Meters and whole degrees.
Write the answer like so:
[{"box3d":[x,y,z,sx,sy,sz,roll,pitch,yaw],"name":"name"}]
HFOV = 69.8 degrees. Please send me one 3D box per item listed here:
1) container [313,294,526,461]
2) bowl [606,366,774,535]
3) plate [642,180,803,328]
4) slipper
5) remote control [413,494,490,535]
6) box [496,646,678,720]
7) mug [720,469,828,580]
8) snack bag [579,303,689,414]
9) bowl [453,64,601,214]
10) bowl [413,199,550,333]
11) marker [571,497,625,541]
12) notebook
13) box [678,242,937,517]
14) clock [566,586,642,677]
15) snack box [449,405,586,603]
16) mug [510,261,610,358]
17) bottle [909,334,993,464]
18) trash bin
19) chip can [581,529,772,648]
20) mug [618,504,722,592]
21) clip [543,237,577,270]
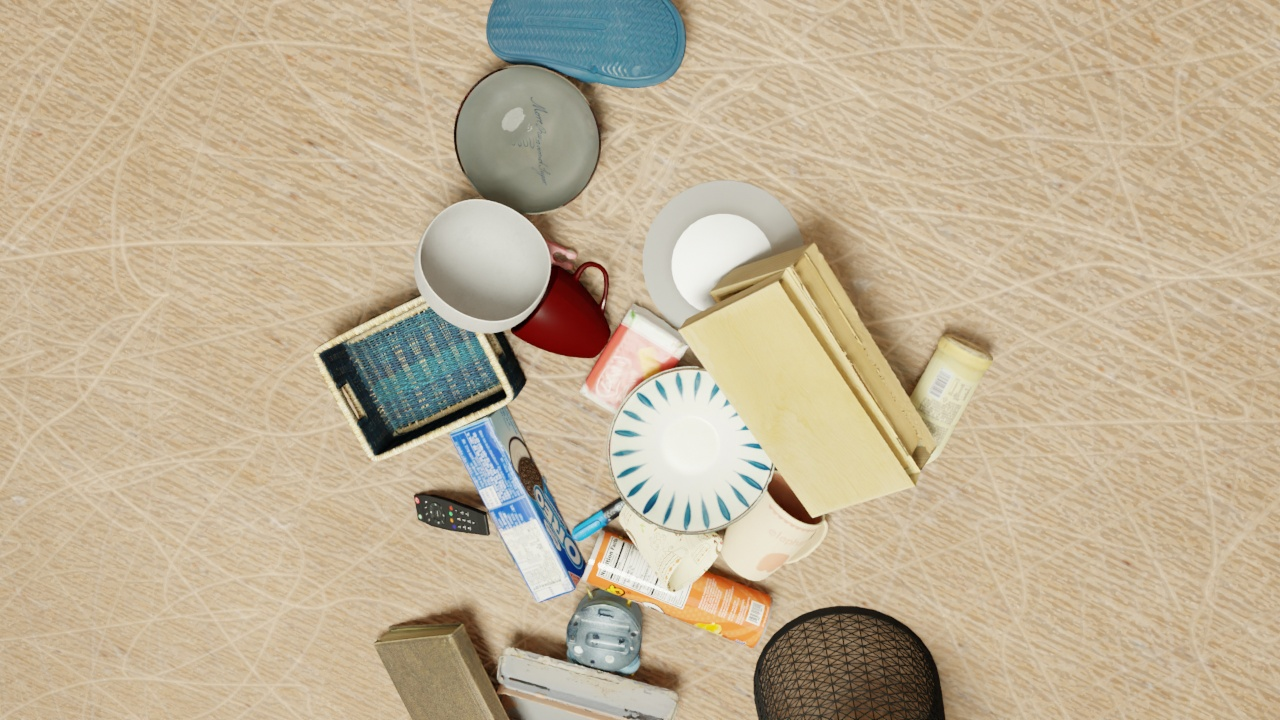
[{"box3d":[-0.240,0.008,1.013,0.188,0.071,0.145,-24,100,12],"name":"container"},{"box3d":[0.054,0.094,0.992,0.177,0.071,0.177,0,91,2],"name":"bowl"},{"box3d":[0.087,-0.102,0.971,0.173,0.019,0.173,2,105,7],"name":"plate"},{"box3d":[-0.053,-0.327,0.912,0.214,0.059,0.104,14,97,18],"name":"slipper"},{"box3d":[-0.216,0.178,1.055,0.125,0.010,0.039,4,107,39],"name":"remote control"},{"box3d":[-0.070,0.417,1.097,0.216,0.058,0.154,14,119,4],"name":"box"},{"box3d":[0.152,0.190,1.014,0.111,0.085,0.104,19,119,-28],"name":"mug"},{"box3d":[-0.006,0.006,1.002,0.077,0.036,0.116,32,106,-2],"name":"snack bag"},{"box3d":[-0.111,-0.227,0.944,0.151,0.056,0.151,2,106,7],"name":"bowl"},{"box3d":[-0.162,-0.089,0.927,0.131,0.064,0.131,6,71,-19],"name":"bowl"},{"box3d":[-0.030,0.173,1.059,0.123,0.015,0.018,-36,98,13],"name":"marker"},{"box3d":[-0.208,0.414,1.099,0.191,0.034,0.215,-15,102,35],"name":"notebook"},{"box3d":[0.166,0.028,0.903,0.122,0.141,0.249,-43,107,-26],"name":"box"},{"box3d":[-0.042,0.328,1.082,0.089,0.051,0.124,7,106,4],"name":"clock"},{"box3d":[-0.138,0.163,1.048,0.059,0.059,0.226,-22,100,15],"name":"snack box"},{"box3d":[-0.069,-0.052,0.977,0.088,0.087,0.114,34,101,-21],"name":"mug"},{"box3d":[0.307,0.055,0.965,0.056,0.056,0.162,24,106,0],"name":"bottle"},{"box3d":[0.229,0.419,0.972,0.217,0.242,0.217,2,104,6],"name":"trash bin"},{"box3d":[0.041,0.261,1.048,0.210,0.062,0.062,21,106,1],"name":"chip can"},{"box3d":[0.043,0.178,1.015,0.122,0.081,0.097,-42,59,-8],"name":"mug"},{"box3d":[-0.095,-0.122,0.989,0.059,0.022,0.038,23,103,-5],"name":"clip"}]
